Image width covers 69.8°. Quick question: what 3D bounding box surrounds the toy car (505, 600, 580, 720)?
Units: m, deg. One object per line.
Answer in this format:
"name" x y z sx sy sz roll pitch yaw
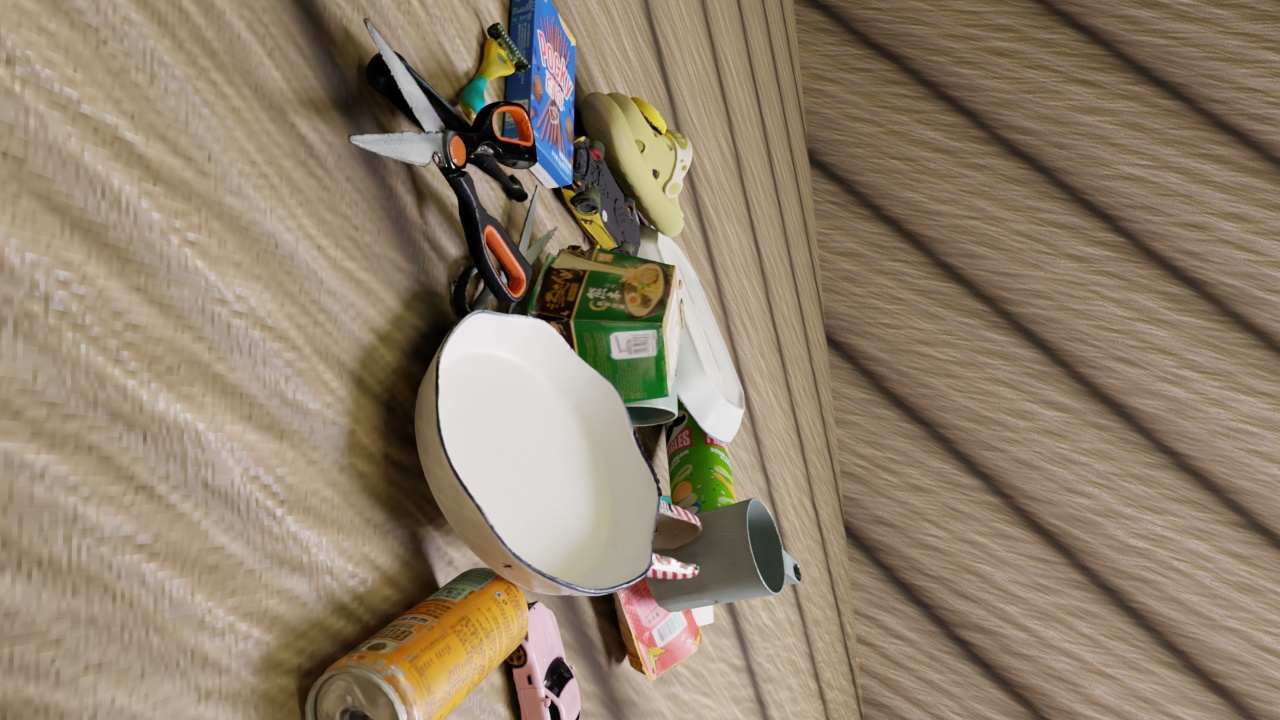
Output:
"toy car" -0.068 0.235 0.665 0.056 0.037 0.122 -36 117 -71

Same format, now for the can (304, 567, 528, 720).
"can" -0.116 0.164 0.506 0.145 0.058 0.058 -22 104 -71

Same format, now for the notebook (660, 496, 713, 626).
"notebook" 0.049 0.235 1.064 0.209 0.012 0.150 29 56 -68

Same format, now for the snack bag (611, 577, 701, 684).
"snack bag" -0.005 0.180 0.843 0.128 0.073 0.208 -52 128 -62

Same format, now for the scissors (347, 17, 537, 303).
"scissors" -0.116 -0.131 0.600 0.223 0.022 0.221 -70 151 -48

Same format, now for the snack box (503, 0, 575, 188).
"snack box" -0.085 -0.238 0.793 0.084 0.026 0.157 42 44 -63

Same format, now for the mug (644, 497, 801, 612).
"mug" 0.074 0.183 0.820 0.124 0.104 0.083 46 34 -46

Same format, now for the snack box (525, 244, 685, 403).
"snack box" -0.023 -0.024 0.748 0.117 0.106 0.118 -76 164 -46

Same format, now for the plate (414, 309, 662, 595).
"plate" -0.067 0.063 0.605 0.205 0.046 0.204 41 30 -31

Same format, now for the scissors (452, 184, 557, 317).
"scissors" -0.098 -0.063 0.701 0.159 0.014 0.172 2 84 -70

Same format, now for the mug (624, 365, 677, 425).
"mug" -0.005 0.005 0.871 0.112 0.082 0.106 67 21 -72

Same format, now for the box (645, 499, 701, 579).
"box" -0.020 0.126 0.727 0.163 0.074 0.079 21 70 -36

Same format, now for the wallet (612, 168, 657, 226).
"wallet" -0.005 -0.222 1.049 0.096 0.020 0.122 49 39 -52

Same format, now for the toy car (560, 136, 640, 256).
"toy car" -0.038 -0.147 0.879 0.156 0.041 0.071 50 37 -55

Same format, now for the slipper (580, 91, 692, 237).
"slipper" 0.008 -0.208 0.933 0.091 0.081 0.190 47 -5 40

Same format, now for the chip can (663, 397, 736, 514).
"chip can" 0.064 0.123 0.969 0.235 0.072 0.072 -94 167 -52

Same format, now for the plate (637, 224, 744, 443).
"plate" 0.052 -0.038 0.995 0.162 0.034 0.265 29 37 -59

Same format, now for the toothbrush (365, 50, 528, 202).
"toothbrush" -0.124 -0.155 0.647 0.027 0.026 0.212 66 10 16

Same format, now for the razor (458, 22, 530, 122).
"razor" -0.115 -0.208 0.685 0.043 0.028 0.132 54 27 -31
